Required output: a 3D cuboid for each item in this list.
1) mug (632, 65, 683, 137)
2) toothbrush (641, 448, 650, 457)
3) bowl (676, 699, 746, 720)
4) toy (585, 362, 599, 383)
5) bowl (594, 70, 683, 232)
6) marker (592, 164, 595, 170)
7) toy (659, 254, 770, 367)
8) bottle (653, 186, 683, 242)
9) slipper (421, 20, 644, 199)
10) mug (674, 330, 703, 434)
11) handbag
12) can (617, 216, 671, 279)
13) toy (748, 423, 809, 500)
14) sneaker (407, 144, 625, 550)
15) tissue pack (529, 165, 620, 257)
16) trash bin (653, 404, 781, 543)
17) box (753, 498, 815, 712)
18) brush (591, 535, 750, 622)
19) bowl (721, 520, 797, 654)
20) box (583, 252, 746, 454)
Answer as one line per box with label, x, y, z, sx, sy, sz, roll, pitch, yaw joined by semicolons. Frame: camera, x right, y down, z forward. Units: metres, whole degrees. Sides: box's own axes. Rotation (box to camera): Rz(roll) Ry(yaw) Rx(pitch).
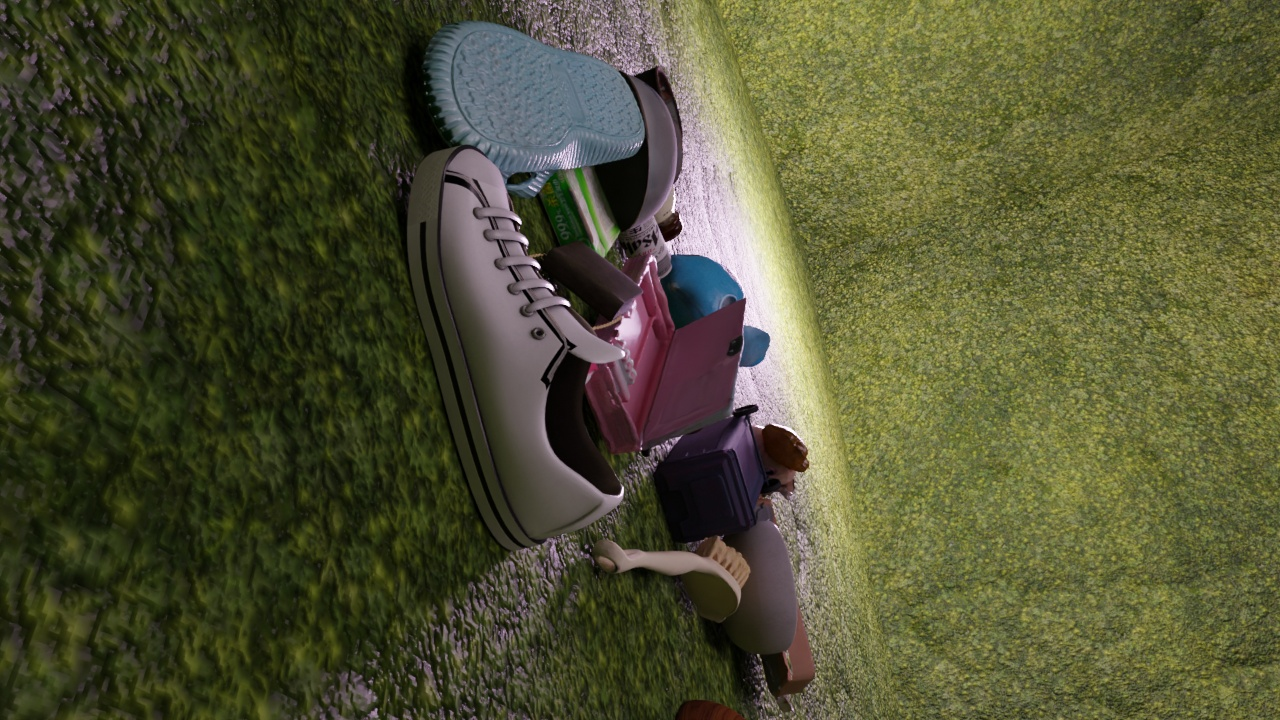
mug;-0.001;-0.260;1.022;0.084;0.081;0.111;-10;85;-74
toothbrush;-0.005;0.005;0.889;0.017;0.014;0.187;60;21;-65
bowl;0.084;0.356;0.765;0.147;0.069;0.147;-15;90;-74
toy;-0.056;0.002;0.659;0.102;0.050;0.065;-14;84;-80
bowl;0.002;-0.198;0.875;0.151;0.056;0.150;174;-90;-67
marker;-0.057;-0.222;0.919;0.014;0.014;0.132;42;36;-63
toy;0.071;-0.068;1.083;0.224;0.099;0.191;52;3;25
bottle;-0.003;-0.201;0.985;0.056;0.057;0.162;-83;149;-53
slipper;-0.083;-0.186;0.694;0.275;0.070;0.116;-24;95;-60
mug;0.037;0.036;0.919;0.113;0.087;0.088;-40;138;-40
handbag;-0.058;-0.049;0.687;0.084;0.027;0.177;38;22;6
can;-0.002;-0.136;0.972;0.043;0.044;0.107;-84;154;-51
toy;0.138;0.115;1.064;0.076;0.132;0.176;-57;-176;-21
sneaker;-0.063;-0.015;0.547;0.091;0.097;0.245;3;73;-74
tissue pack;-0.057;-0.140;0.805;0.099;0.034;0.114;-69;140;-64
trash bin;0.081;0.116;0.936;0.160;0.092;0.094;-40;114;-72
box;0.149;0.283;1.063;0.157;0.063;0.216;72;5;-55
brush;0.029;0.176;0.780;0.272;0.062;0.077;37;56;-59
bowl;0.109;0.234;0.943;0.132;0.064;0.132;175;-89;-82
box;0.032;-0.022;0.803;0.232;0.115;0.099;-69;142;-62
